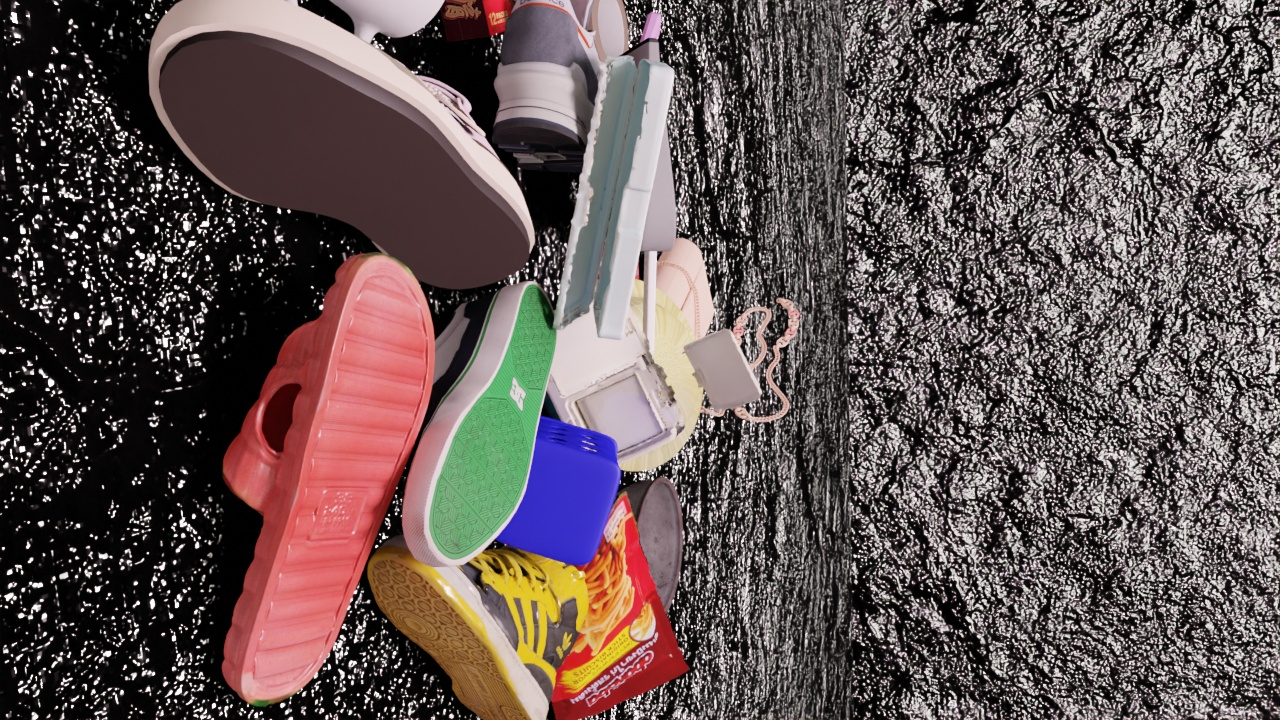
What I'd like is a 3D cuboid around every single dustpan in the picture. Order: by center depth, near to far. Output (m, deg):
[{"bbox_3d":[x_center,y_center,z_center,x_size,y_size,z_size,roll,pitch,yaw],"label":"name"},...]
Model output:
[{"bbox_3d":[-0.002,-0.131,0.795,0.163,0.033,0.258,-144,-126,-72],"label":"dustpan"}]

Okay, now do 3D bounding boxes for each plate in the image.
[{"bbox_3d":[0.006,0.011,0.863,0.184,0.036,0.184,6,80,-40],"label":"plate"}]

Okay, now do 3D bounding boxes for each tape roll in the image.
[{"bbox_3d":[-0.042,-0.324,0.897,0.093,0.030,0.093,1,90,-69],"label":"tape roll"}]

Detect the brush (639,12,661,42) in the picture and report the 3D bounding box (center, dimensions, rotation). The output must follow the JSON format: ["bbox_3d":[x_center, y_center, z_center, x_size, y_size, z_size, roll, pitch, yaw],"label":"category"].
[{"bbox_3d":[0.001,-0.265,0.943,0.089,0.043,0.228,97,8,-65],"label":"brush"}]

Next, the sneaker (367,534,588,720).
[{"bbox_3d":[-0.103,0.167,0.663,0.239,0.086,0.121,75,31,-44],"label":"sneaker"}]

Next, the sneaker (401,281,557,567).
[{"bbox_3d":[-0.121,0.039,0.612,0.234,0.079,0.084,-78,150,-47],"label":"sneaker"}]

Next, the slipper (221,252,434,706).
[{"bbox_3d":[-0.181,0.060,0.503,0.103,0.059,0.249,12,94,-70],"label":"slipper"}]

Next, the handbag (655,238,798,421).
[{"bbox_3d":[0.087,-0.050,1.022,0.117,0.187,0.198,79,27,-44],"label":"handbag"}]

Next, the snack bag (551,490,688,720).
[{"bbox_3d":[-0.039,0.230,0.836,0.138,0.067,0.208,-24,117,-24],"label":"snack bag"}]

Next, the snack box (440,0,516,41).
[{"bbox_3d":[-0.112,-0.328,0.706,0.151,0.036,0.133,-55,140,-57],"label":"snack box"}]

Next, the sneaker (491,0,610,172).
[{"bbox_3d":[-0.059,-0.215,0.707,0.239,0.089,0.124,-69,162,-83],"label":"sneaker"}]

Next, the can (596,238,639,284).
[{"bbox_3d":[-0.029,-0.104,0.904,0.054,0.054,0.096,-22,111,-68],"label":"can"}]

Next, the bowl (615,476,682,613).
[{"bbox_3d":[-0.010,0.190,0.940,0.144,0.067,0.145,1,90,-69],"label":"bowl"}]

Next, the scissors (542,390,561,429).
[{"bbox_3d":[-0.065,0.065,0.857,0.134,0.019,0.130,-12,99,-66],"label":"scissors"}]

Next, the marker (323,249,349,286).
[{"bbox_3d":[-0.171,-0.007,0.571,0.025,0.025,0.126,-50,136,-59],"label":"marker"}]

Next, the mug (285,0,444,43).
[{"bbox_3d":[-0.172,-0.222,0.526,0.089,0.071,0.107,15,104,-60],"label":"mug"}]

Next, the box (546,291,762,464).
[{"bbox_3d":[-0.003,0.004,0.750,0.143,0.182,0.080,63,21,-2],"label":"box"}]

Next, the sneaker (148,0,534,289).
[{"bbox_3d":[-0.154,-0.143,0.534,0.293,0.112,0.116,28,42,-65],"label":"sneaker"}]

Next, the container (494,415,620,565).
[{"bbox_3d":[-0.064,0.095,0.696,0.113,0.085,0.084,-138,-115,-85],"label":"container"}]

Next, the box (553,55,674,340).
[{"bbox_3d":[-0.015,-0.116,0.665,0.085,0.073,0.199,-29,136,-57],"label":"box"}]
